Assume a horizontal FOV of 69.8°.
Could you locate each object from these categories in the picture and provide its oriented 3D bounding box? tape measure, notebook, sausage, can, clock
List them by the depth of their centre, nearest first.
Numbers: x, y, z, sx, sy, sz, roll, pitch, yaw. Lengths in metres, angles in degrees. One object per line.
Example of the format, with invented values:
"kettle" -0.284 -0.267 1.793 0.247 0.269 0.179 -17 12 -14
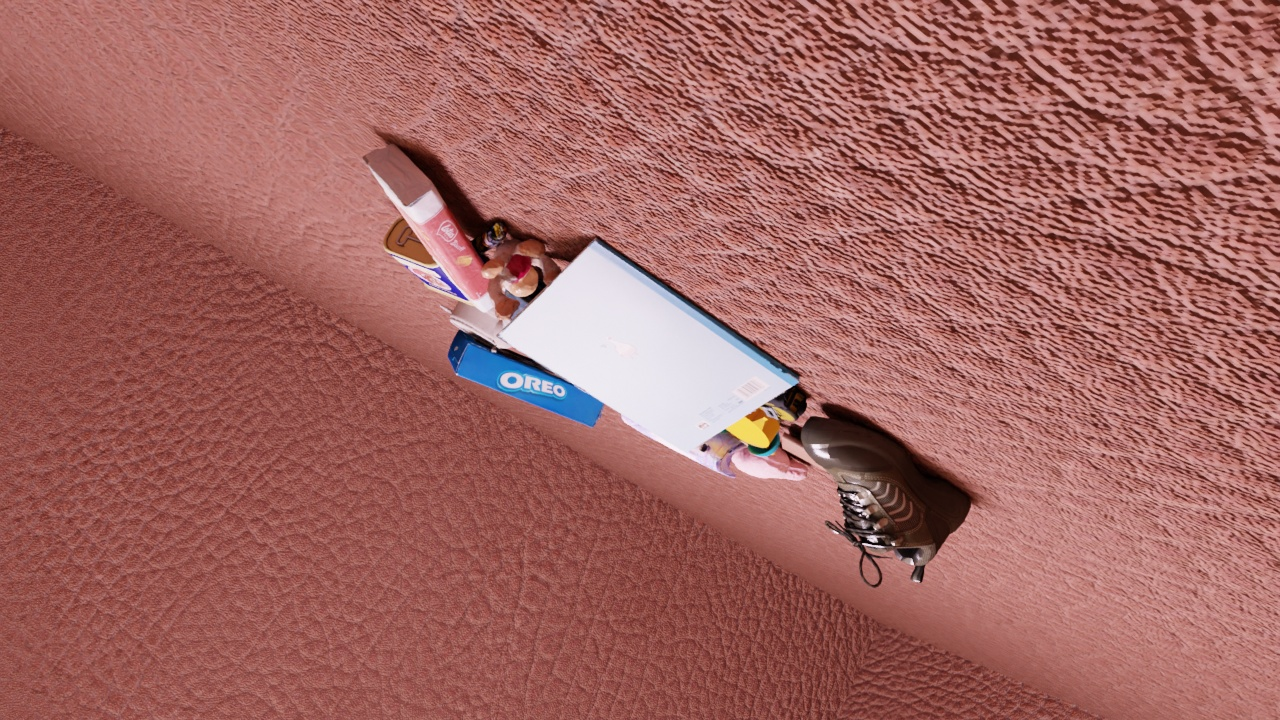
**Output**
"notebook" 0.006 -0.003 0.914 0.253 0.009 0.182 33 135 -21
"tape measure" 0.143 0.041 0.964 0.062 0.034 0.061 18 167 46
"sausage" -0.164 -0.128 0.982 0.020 0.020 0.155 32 169 -18
"can" -0.242 -0.122 1.109 0.116 0.056 0.092 21 166 32
"clock" 0.128 0.076 1.131 0.099 0.043 0.130 32 162 16
"notebook" 0.273 0.150 1.151 0.209 0.008 0.141 28 175 13
"clock" -0.227 -0.049 1.388 0.157 0.061 0.103 22 169 37

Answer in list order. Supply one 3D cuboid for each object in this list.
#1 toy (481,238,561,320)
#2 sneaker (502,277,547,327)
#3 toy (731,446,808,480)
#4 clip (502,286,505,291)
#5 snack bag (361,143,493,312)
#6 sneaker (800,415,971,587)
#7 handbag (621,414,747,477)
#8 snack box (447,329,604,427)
"toy" -0.132 -0.085 0.957 0.074 0.085 0.106 55 170 -18
"sneaker" -0.052 -0.044 1.003 0.236 0.087 0.079 19 132 26
"toy" 0.184 0.144 1.302 0.105 0.053 0.108 22 173 -30
"clip" -0.206 -0.104 1.222 0.055 0.045 0.102 34 171 8
"snack bag" -0.204 -0.129 0.940 0.077 0.041 0.225 46 169 24
"sneaker" 0.241 0.162 0.989 0.238 0.142 0.101 34 169 -24
"handbag" 0.063 0.094 1.238 0.159 0.069 0.126 29 179 21
"snack box" -0.190 0.027 1.498 0.238 0.056 0.195 22 -178 -18
